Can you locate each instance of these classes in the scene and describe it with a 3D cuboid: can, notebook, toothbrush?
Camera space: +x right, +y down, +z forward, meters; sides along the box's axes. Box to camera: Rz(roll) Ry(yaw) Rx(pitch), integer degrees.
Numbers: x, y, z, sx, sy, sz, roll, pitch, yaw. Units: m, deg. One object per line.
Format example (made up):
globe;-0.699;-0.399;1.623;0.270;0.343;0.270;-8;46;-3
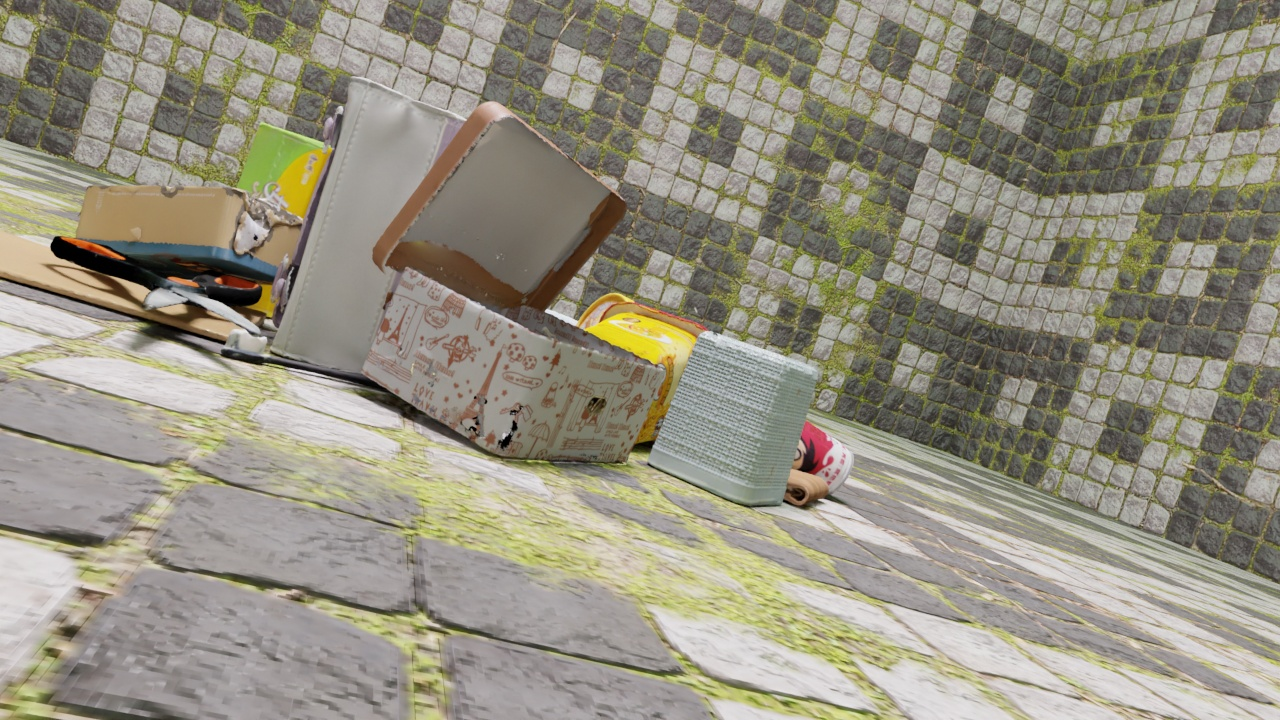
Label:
can;0.133;0.073;0.859;0.132;0.053;0.053;33;0;-11
notebook;-0.376;-0.055;0.632;0.211;0.012;0.149;18;3;-16
toothbrush;-0.186;0.009;0.612;0.181;0.018;0.016;19;-1;-41

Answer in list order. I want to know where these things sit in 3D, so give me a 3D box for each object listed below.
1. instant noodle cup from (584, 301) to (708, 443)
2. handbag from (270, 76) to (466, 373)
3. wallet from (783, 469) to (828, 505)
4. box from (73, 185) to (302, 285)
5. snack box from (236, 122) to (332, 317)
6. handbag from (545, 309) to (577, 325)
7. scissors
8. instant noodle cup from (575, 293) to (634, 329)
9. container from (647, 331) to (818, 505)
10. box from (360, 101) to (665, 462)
instant noodle cup;-0.010;0.017;0.781;0.116;0.116;0.123;20;14;21
handbag;-0.204;-0.097;0.682;0.098;0.197;0.145;19;2;-14
wallet;0.101;0.097;0.800;0.115;0.020;0.101;18;1;22
box;-0.360;-0.098;0.724;0.184;0.059;0.089;3;-10;24
snack box;-0.301;-0.118;0.871;0.070;0.157;0.210;21;3;10
handbag;-0.088;-0.019;1.254;0.134;0.075;0.193;21;4;29
scissors;-0.308;-0.046;0.590;0.211;0.022;0.221;17;4;-1
instant noodle cup;-0.006;0.006;0.975;0.114;0.118;0.118;27;-2;-30
container;0.076;0.043;0.707;0.090;0.111;0.089;20;3;30
box;-0.064;-0.050;0.626;0.157;0.193;0.183;28;5;26
